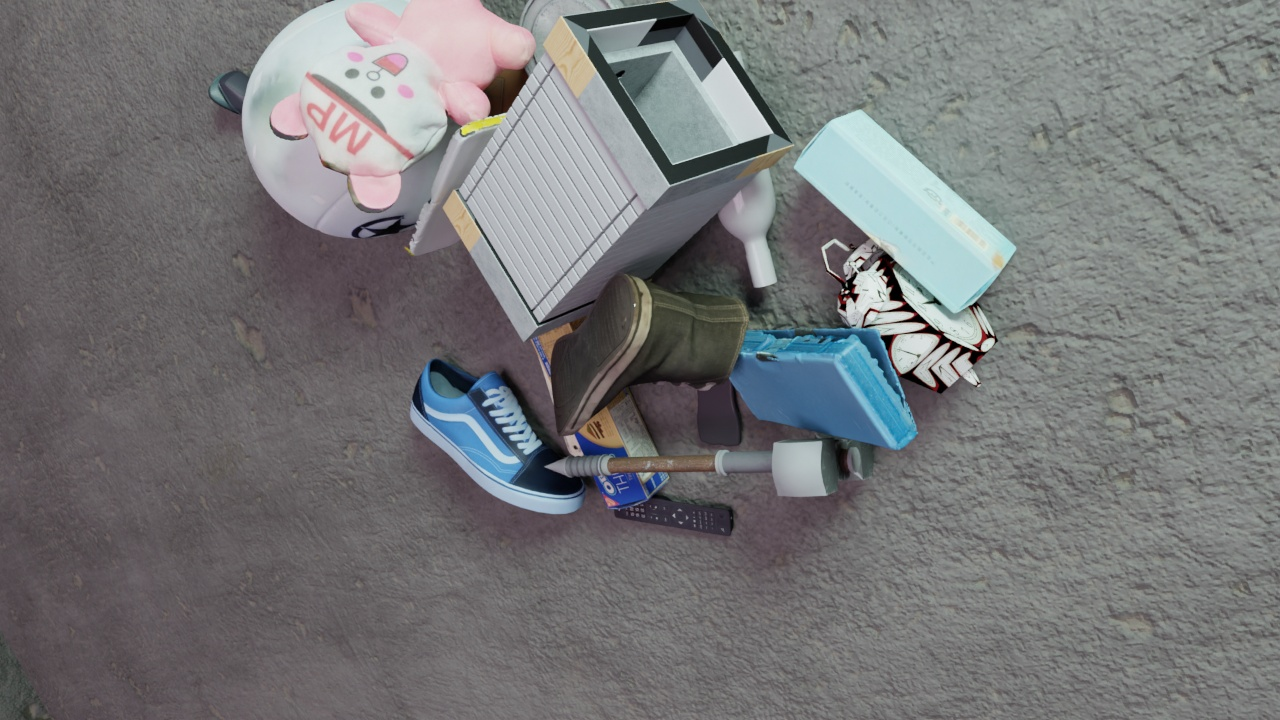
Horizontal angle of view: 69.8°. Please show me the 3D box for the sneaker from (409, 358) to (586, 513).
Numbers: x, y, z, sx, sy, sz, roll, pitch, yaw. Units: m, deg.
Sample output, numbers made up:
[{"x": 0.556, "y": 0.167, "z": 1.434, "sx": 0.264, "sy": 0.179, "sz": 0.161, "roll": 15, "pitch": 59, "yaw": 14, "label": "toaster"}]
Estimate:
[{"x": -0.158, "y": 0.075, "z": 1.013, "sx": 0.241, "sy": 0.083, "sz": 0.098, "roll": 32, "pitch": 123, "yaw": 20, "label": "sneaker"}]

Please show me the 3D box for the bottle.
[{"x": 0.084, "y": -0.159, "z": 0.787, "sx": 0.053, "sy": 0.052, "sz": 0.195, "roll": -7, "pitch": 105, "yaw": 33, "label": "bottle"}]

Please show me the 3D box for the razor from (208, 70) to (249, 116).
[{"x": -0.428, "y": -0.293, "z": 1.051, "sx": 0.143, "sy": 0.047, "sz": 0.052, "roll": 23, "pitch": 144, "yaw": 19, "label": "razor"}]

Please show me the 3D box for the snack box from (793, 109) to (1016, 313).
[{"x": 0.207, "y": -0.119, "z": 0.716, "sx": 0.174, "sy": 0.074, "sz": 0.053, "roll": 45, "pitch": 126, "yaw": 7, "label": "snack box"}]

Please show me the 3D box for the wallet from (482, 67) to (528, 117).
[{"x": -0.139, "y": -0.276, "z": 0.898, "sx": 0.121, "sy": 0.013, "sz": 0.087, "roll": 18, "pitch": 113, "yaw": 24, "label": "wallet"}]

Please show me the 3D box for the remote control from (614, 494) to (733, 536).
[{"x": 0.033, "y": 0.160, "z": 0.971, "sx": 0.137, "sy": 0.015, "sz": 0.032, "roll": 4, "pitch": 112, "yaw": 27, "label": "remote control"}]

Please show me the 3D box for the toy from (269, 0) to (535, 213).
[{"x": -0.201, "y": -0.235, "z": 0.785, "sx": 0.142, "sy": 0.084, "sz": 0.213, "roll": 42, "pitch": 81, "yaw": -3, "label": "toy"}]

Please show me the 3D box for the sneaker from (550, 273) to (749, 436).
[{"x": -0.005, "y": 0.005, "z": 0.834, "sx": 0.235, "sy": 0.119, "sz": 0.095, "roll": -50, "pitch": 41, "yaw": 48, "label": "sneaker"}]

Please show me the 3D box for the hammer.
[{"x": 0.043, "y": 0.096, "z": 0.851, "sx": 0.323, "sy": 0.155, "sz": 0.043, "roll": -5, "pitch": 88, "yaw": 31, "label": "hammer"}]

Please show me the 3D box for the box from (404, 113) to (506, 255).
[{"x": -0.146, "y": -0.173, "z": 0.845, "sx": 0.038, "sy": 0.129, "sz": 0.210, "roll": 48, "pitch": 145, "yaw": 0, "label": "box"}]

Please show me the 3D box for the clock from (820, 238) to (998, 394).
[{"x": 0.199, "y": -0.038, "z": 0.724, "sx": 0.154, "sy": 0.114, "sz": 0.065, "roll": 34, "pitch": 125, "yaw": -6, "label": "clock"}]

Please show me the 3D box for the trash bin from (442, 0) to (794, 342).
[{"x": -0.030, "y": -0.150, "z": 0.760, "sx": 0.142, "sy": 0.142, "sz": 0.248, "roll": 58, "pitch": 141, "yaw": 7, "label": "trash bin"}]

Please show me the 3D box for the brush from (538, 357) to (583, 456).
[{"x": -0.099, "y": 0.006, "z": 0.992, "sx": 0.033, "sy": 0.012, "sz": 0.218, "roll": -7, "pitch": 107, "yaw": 33, "label": "brush"}]

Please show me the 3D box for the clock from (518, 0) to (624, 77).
[{"x": -0.058, "y": -0.296, "z": 0.812, "sx": 0.104, "sy": 0.056, "sz": 0.148, "roll": -6, "pitch": 108, "yaw": 26, "label": "clock"}]

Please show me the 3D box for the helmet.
[{"x": -0.290, "y": -0.236, "z": 0.908, "sx": 0.265, "sy": 0.163, "sz": 0.236, "roll": -24, "pitch": 96, "yaw": 41, "label": "helmet"}]

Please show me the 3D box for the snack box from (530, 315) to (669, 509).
[{"x": -0.043, "y": 0.049, "z": 0.947, "sx": 0.057, "sy": 0.056, "sz": 0.207, "roll": -19, "pitch": 98, "yaw": 32, "label": "snack box"}]

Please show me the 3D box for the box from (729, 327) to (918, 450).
[{"x": 0.140, "y": 0.016, "z": 0.756, "sx": 0.093, "sy": 0.048, "sz": 0.232, "roll": 53, "pitch": 167, "yaw": -12, "label": "box"}]

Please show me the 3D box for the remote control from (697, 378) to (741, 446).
[{"x": 0.073, "y": 0.025, "z": 0.895, "sx": 0.046, "sy": 0.009, "sz": 0.124, "roll": 4, "pitch": 111, "yaw": 30, "label": "remote control"}]
